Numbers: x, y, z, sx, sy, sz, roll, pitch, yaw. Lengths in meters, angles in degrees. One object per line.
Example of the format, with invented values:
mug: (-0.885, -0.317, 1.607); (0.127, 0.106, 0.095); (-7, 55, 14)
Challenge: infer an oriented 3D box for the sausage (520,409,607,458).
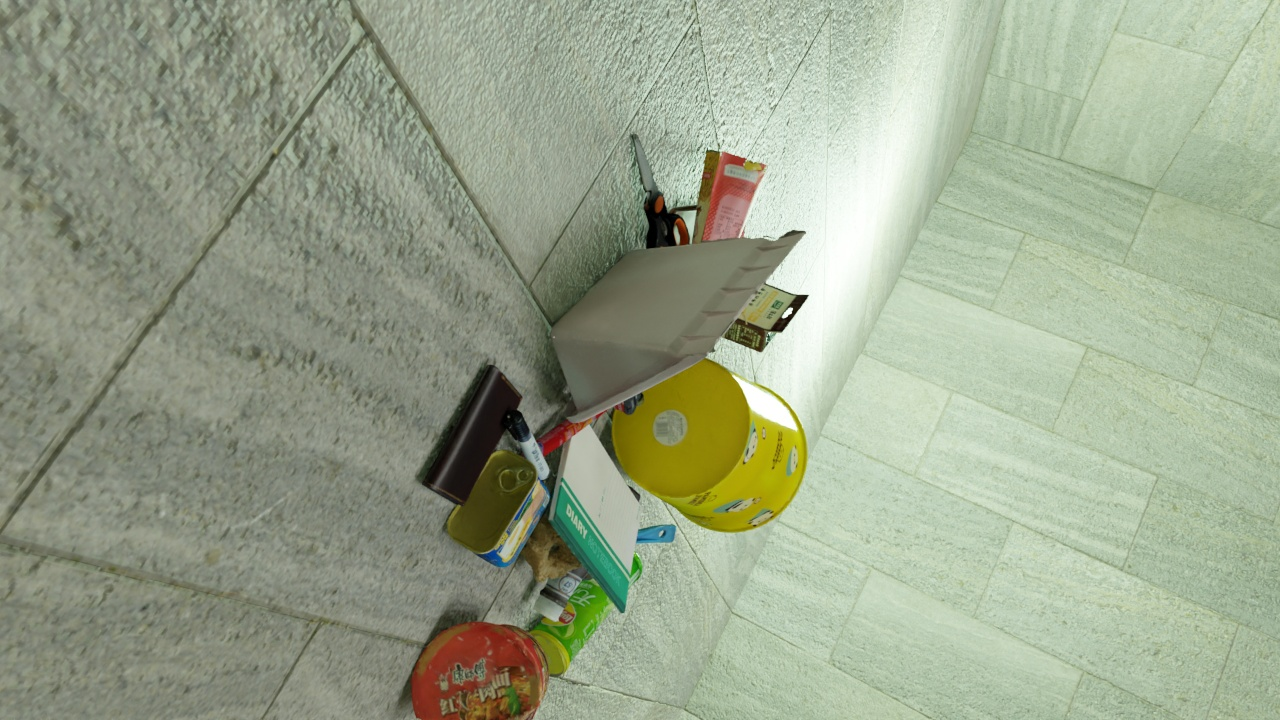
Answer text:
sausage: (-0.077, 0.073, 1.003); (0.155, 0.020, 0.020); (-36, 147, -35)

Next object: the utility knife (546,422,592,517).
utility knife: (-0.077, 0.109, 1.095); (0.171, 0.013, 0.029); (-66, 162, 3)

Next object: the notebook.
notebook: (-0.048, 0.176, 1.059); (0.209, 0.012, 0.150); (62, 27, -42)

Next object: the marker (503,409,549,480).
marker: (-0.113, 0.088, 0.919); (0.022, 0.018, 0.131); (-37, 150, -16)

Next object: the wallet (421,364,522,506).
wallet: (-0.151, 0.072, 0.846); (0.122, 0.020, 0.096); (-62, 166, -13)

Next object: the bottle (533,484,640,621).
bottle: (-0.074, 0.240, 1.179); (0.080, 0.044, 0.194); (40, 72, -31)

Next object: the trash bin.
trash bin: (0.091, 0.111, 1.247); (0.229, 0.230, 0.255); (-64, 156, -4)

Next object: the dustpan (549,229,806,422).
dustpan: (0.031, -0.020, 0.942); (0.221, 0.274, 0.139); (-46, 128, -38)

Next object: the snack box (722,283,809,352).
snack box: (0.168, -0.072, 1.355); (0.113, 0.126, 0.053); (-47, 154, -43)

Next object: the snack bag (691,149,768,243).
snack bag: (0.097, -0.143, 1.105); (0.128, 0.073, 0.208); (-11, 115, -61)

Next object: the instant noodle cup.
instant noodle cup: (-0.164, 0.344, 0.988); (0.138, 0.138, 0.108); (-64, 170, -5)

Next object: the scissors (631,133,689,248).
scissors: (0.021, -0.174, 0.997); (0.124, 0.022, 0.235); (-51, 149, -40)

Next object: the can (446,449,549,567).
can: (-0.138, 0.151, 0.918); (0.102, 0.057, 0.083); (-59, 162, -18)

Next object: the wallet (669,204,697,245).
wallet: (0.050, -0.141, 1.125); (0.115, 0.020, 0.101); (-20, 132, -60)

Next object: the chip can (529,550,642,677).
chip can: (-0.076, 0.343, 1.293); (0.220, 0.072, 0.073); (-42, 150, -49)

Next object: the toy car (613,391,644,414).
toy car: (-0.007, 0.006, 1.110); (0.053, 0.045, 0.120); (85, 26, -56)

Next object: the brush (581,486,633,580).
brush: (-0.053, 0.234, 1.255); (0.143, 0.055, 0.074); (-60, -176, -15)

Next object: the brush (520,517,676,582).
brush: (-0.045, 0.227, 1.149); (0.254, 0.046, 0.083); (3, 100, -46)
